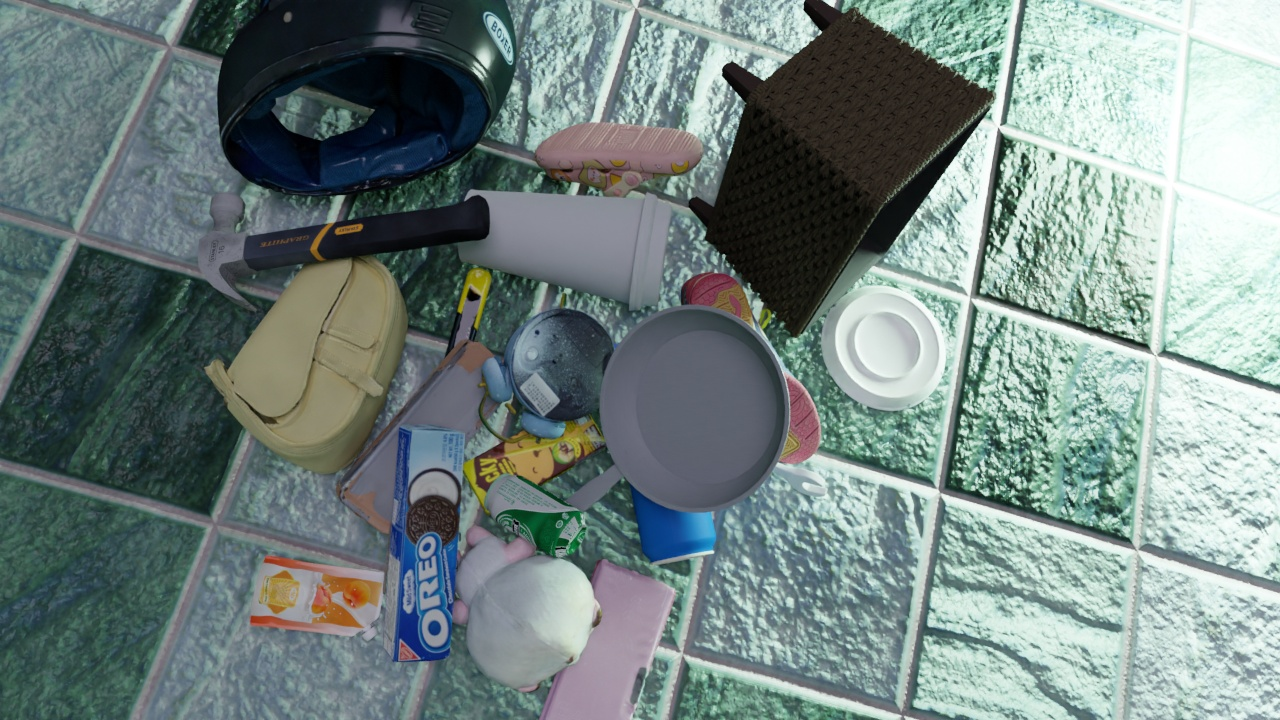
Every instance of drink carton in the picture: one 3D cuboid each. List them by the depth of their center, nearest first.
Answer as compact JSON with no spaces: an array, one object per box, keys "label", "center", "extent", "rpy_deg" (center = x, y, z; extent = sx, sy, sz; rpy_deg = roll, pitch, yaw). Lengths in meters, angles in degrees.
[{"label":"drink carton","center":[-0.320,0.239,0.920],"extent":[0.122,0.039,0.069],"rpy_deg":[11,73,-12]}]

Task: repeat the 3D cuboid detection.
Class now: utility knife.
[{"label":"utility knife","center":[-0.202,-0.002,1.011],"extent":[0.029,0.020,0.213],"rpy_deg":[13,76,-5]}]

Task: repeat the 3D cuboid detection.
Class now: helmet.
[{"label":"helmet","center":[-0.291,-0.332,0.981],"extent":[0.317,0.249,0.235],"rpy_deg":[-17,62,12]}]

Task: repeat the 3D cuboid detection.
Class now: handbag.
[{"label":"handbag","center":[-0.334,-0.015,0.957],"extent":[0.191,0.089,0.232],"rpy_deg":[27,71,5]}]

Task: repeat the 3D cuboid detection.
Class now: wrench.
[{"label":"wrench","center":[0.083,0.086,1.019],"extent":[0.273,0.047,0.009],"rpy_deg":[26,64,1]}]

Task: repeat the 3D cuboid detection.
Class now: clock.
[{"label":"clock","center":[-0.099,0.016,0.955],"extent":[0.161,0.060,0.118],"rpy_deg":[-45,109,-16]}]

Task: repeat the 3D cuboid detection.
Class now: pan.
[{"label":"pan","center":[-0.002,0.096,0.923],"extent":[0.357,0.050,0.200],"rpy_deg":[-42,72,22]}]

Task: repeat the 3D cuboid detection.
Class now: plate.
[{"label":"plate","center":[0.292,-0.017,1.093],"extent":[0.157,0.014,0.156],"rpy_deg":[2,74,-8]}]

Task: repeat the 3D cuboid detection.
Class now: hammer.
[{"label":"hammer","center":[-0.308,-0.131,0.951],"extent":[0.313,0.035,0.139],"rpy_deg":[-8,64,8]}]

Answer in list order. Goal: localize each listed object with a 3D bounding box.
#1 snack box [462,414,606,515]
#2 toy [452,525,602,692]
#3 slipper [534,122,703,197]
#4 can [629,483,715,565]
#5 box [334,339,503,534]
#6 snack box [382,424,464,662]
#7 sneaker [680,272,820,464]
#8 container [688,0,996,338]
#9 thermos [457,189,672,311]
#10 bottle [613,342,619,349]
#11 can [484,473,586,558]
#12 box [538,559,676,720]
[{"label":"snack box","center":[-0.114,0.104,0.990],"extent":[0.148,0.026,0.061],"rpy_deg":[-29,80,-15]},{"label":"toy","center":[-0.130,0.240,0.918],"extent":[0.179,0.101,0.139],"rpy_deg":[39,87,28]},{"label":"slipper","center":[-0.023,-0.226,1.068],"extent":[0.197,0.082,0.093],"rpy_deg":[3,40,14]},{"label":"can","center":[0.030,0.138,0.975],"extent":[0.079,0.079,0.146],"rpy_deg":[-8,76,-11]},{"label":"box","center":[-0.222,0.076,0.958],"extent":[0.081,0.063,0.216],"rpy_deg":[44,75,-18]},{"label":"snack box","center":[-0.214,0.177,0.906],"extent":[0.059,0.060,0.226],"rpy_deg":[6,88,-27]},{"label":"sneaker","center":[0.125,0.006,1.036],"extent":[0.116,0.091,0.242],"rpy_deg":[-32,101,-10]},{"label":"container","center":[0.183,-0.201,0.977],"extent":[0.176,0.321,0.205],"rpy_deg":[-42,78,-17]},{"label":"thermos","center":[-0.082,-0.132,1.016],"extent":[0.222,0.132,0.131],"rpy_deg":[9,73,1]},{"label":"bottle","center":[-0.006,0.006,1.022],"extent":[0.131,0.048,0.048],"rpy_deg":[27,72,-1]},{"label":"can","center":[-0.104,0.155,0.921],"extent":[0.101,0.053,0.053],"rpy_deg":[27,71,22]},{"label":"box","center":[-0.043,0.327,0.937],"extent":[0.098,0.037,0.232],"rpy_deg":[19,72,2]}]
